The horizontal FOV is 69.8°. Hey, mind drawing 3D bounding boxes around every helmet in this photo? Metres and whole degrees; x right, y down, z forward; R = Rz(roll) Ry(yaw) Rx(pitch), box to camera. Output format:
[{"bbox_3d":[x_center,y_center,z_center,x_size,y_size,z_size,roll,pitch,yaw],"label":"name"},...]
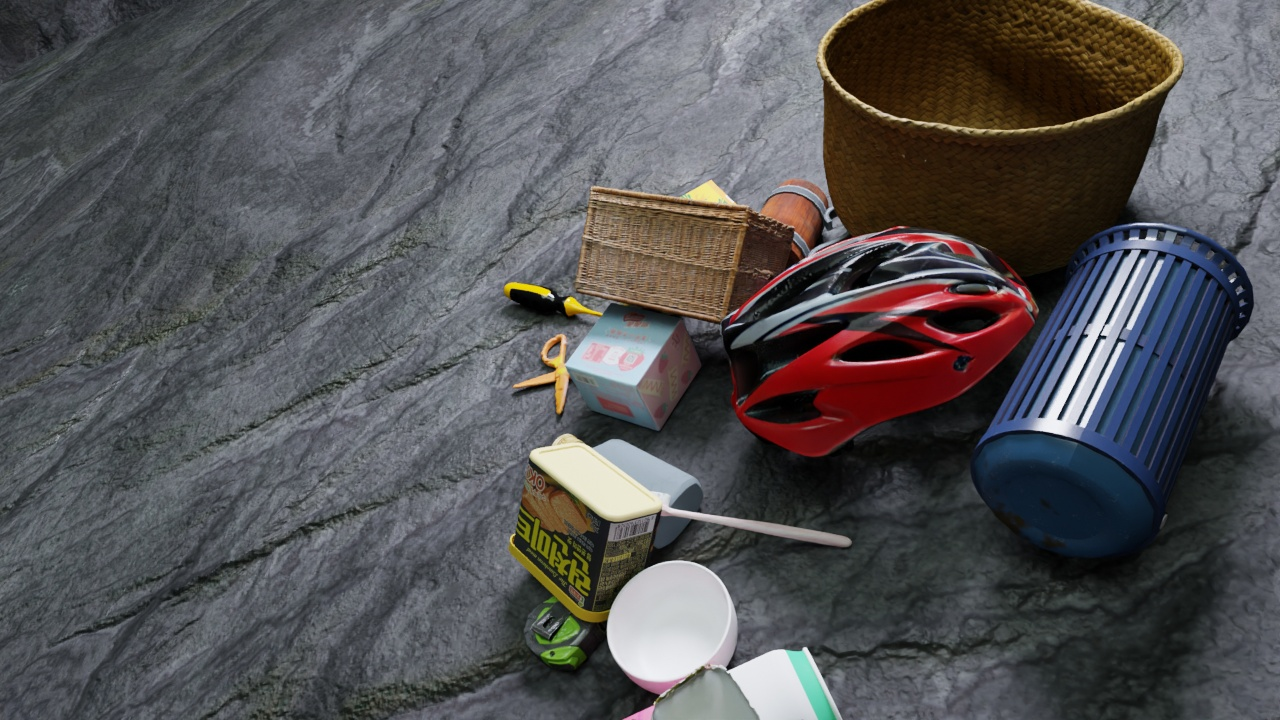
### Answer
[{"bbox_3d":[0.201,-0.023,0.796,0.272,0.167,0.217,-23,10,5],"label":"helmet"}]

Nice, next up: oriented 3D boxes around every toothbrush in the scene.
[{"bbox_3d":[-0.087,-0.065,1.093,0.197,0.031,0.030,16,52,31],"label":"toothbrush"},{"bbox_3d":[0.090,0.137,0.788,0.181,0.016,0.018,9,58,10],"label":"toothbrush"}]

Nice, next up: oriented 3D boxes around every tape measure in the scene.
[{"bbox_3d":[-0.069,0.232,0.789,0.066,0.036,0.058,14,57,34],"label":"tape measure"}]

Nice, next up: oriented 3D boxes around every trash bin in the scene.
[{"bbox_3d":[0.357,0.023,0.700,0.139,0.139,0.248,16,52,36],"label":"trash bin"}]

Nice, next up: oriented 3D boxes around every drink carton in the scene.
[{"bbox_3d":[0.089,-0.164,1.096,0.058,0.041,0.122,-30,44,-4],"label":"drink carton"}]

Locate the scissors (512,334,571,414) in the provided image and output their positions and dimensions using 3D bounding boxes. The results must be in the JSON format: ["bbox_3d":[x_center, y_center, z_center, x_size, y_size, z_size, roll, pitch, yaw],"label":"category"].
[{"bbox_3d":[-0.084,0.013,1.027,0.128,0.011,0.125,-13,44,13],"label":"scissors"}]

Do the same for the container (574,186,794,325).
[{"bbox_3d":[0.042,-0.103,0.936,0.199,0.113,0.113,15,95,31],"label":"container"}]

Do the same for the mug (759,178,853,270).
[{"bbox_3d":[0.176,-0.138,1.006,0.117,0.081,0.110,10,50,27],"label":"mug"}]

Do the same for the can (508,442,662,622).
[{"bbox_3d":[-0.049,0.145,0.801,0.072,0.101,0.131,-6,27,-42],"label":"can"}]

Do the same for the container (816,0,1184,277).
[{"bbox_3d":[0.327,-0.220,0.901,0.307,0.197,0.306,-4,43,4],"label":"container"}]

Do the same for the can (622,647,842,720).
[{"bbox_3d":[0.059,0.273,0.652,0.166,0.088,0.088,-25,43,1],"label":"can"}]

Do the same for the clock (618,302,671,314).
[{"bbox_3d":[0.023,-0.091,1.049,0.089,0.052,0.125,10,53,31],"label":"clock"}]

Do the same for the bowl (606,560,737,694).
[{"bbox_3d":[0.029,0.221,0.743,0.105,0.054,0.104,-12,44,11],"label":"bowl"}]

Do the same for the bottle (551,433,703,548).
[{"bbox_3d":[-0.022,0.114,0.875,0.161,0.046,0.072,23,61,39],"label":"bottle"}]

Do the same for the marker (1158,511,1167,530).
[{"bbox_3d":[0.354,0.101,0.734,0.124,0.017,0.021,25,63,38],"label":"marker"}]

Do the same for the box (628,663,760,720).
[{"bbox_3d":[0.059,0.314,0.586,0.127,0.023,0.209,-33,75,-7],"label":"box"}]

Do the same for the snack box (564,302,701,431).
[{"bbox_3d":[-0.006,0.006,0.948,0.093,0.079,0.094,14,58,34],"label":"snack box"}]
